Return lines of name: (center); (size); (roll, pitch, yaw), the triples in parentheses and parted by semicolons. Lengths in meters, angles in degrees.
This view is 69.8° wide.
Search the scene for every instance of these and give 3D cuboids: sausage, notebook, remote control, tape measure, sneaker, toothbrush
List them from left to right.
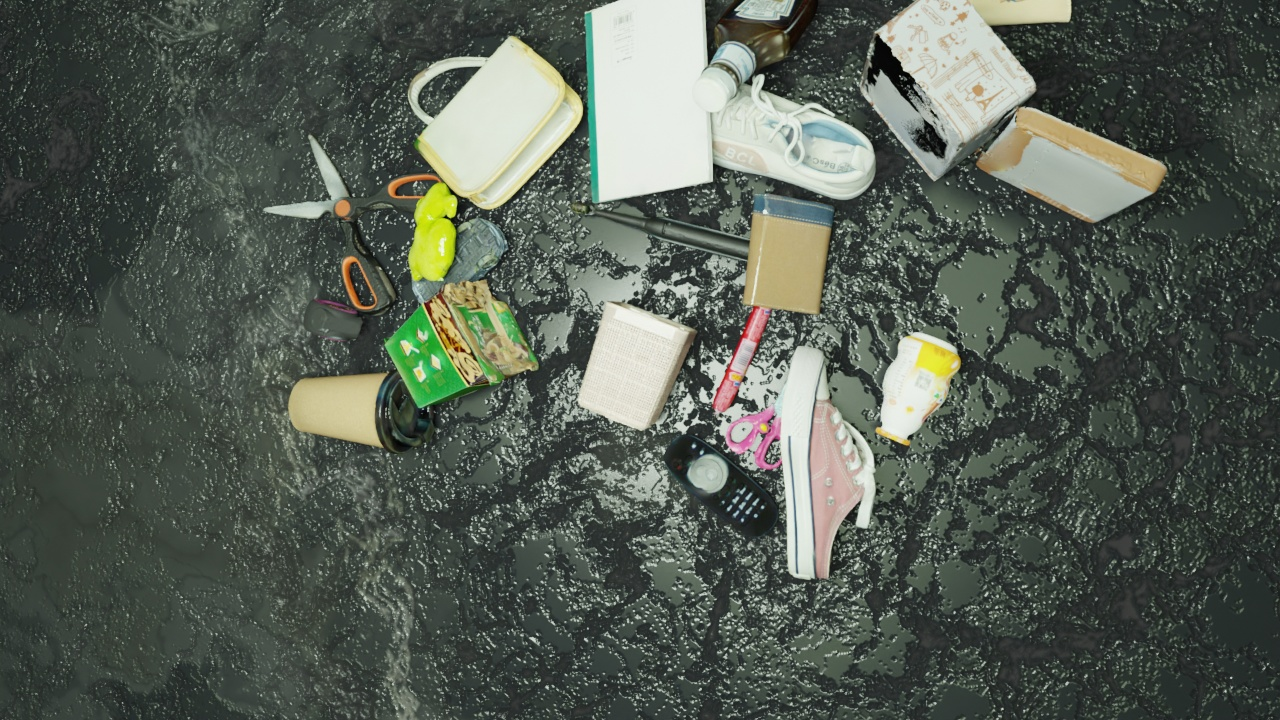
tape measure: (-0.342, -0.042, 1.015); (0.058, 0.057, 0.039); (25, 99, 49)
notebook: (0.005, -0.276, 0.949); (0.151, 0.012, 0.209); (-3, 89, 36)
toothbrush: (0.026, -0.139, 0.970); (0.213, 0.027, 0.026); (16, 99, 8)
remote control: (0.085, 0.131, 0.964); (0.136, 0.024, 0.053); (39, 98, 8)
sausage: (0.110, -0.011, 0.962); (0.020, 0.020, 0.156); (24, 94, 8)
sneaker: (0.122, -0.232, 0.922); (0.242, 0.090, 0.089); (25, 93, 9)
sneaker: (0.187, 0.103, 0.906); (0.088, 0.118, 0.241); (-1, 102, 15)

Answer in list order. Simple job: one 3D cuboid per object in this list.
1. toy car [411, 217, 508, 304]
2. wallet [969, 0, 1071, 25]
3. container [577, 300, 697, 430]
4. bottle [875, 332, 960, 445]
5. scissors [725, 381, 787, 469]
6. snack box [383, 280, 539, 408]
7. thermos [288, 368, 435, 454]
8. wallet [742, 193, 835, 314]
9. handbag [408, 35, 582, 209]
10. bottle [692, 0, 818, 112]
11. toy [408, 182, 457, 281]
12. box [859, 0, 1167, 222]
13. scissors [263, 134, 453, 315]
toy car: (-0.198, -0.103, 1.002); (0.121, 0.036, 0.054); (-39, 77, 17)
wallet: (0.368, -0.379, 0.916); (0.115, 0.024, 0.087); (0, 89, 10)
container: (-0.006, 0.006, 0.947); (0.090, 0.089, 0.111); (21, 96, 8)
bottle: (0.272, 0.029, 0.913); (0.063, 0.063, 0.108); (24, 94, 8)
scissors: (0.154, 0.053, 0.959); (0.073, 0.017, 0.137); (41, 92, 2)
snack box: (-0.194, -0.009, 0.972); (0.106, 0.118, 0.117); (-31, 85, 20)
thermos: (-0.303, 0.053, 0.998); (0.143, 0.093, 0.093); (2, 91, 17)
wallet: (0.151, -0.108, 0.936); (0.090, 0.033, 0.115); (5, 92, -21)
handbag: (-0.169, -0.271, 0.992); (0.163, 0.063, 0.178); (-46, 69, 6)
bottle: (0.108, -0.311, 0.892); (0.080, 0.044, 0.194); (16, 55, 26)
toy: (-0.220, -0.133, 0.973); (0.097, 0.031, 0.100); (-32, 65, 38)
box: (0.331, -0.213, 0.844); (0.110, 0.179, 0.259); (-39, 84, 7)
scissors: (-0.314, -0.157, 1.030); (0.235, 0.021, 0.221); (-10, 84, 9)
